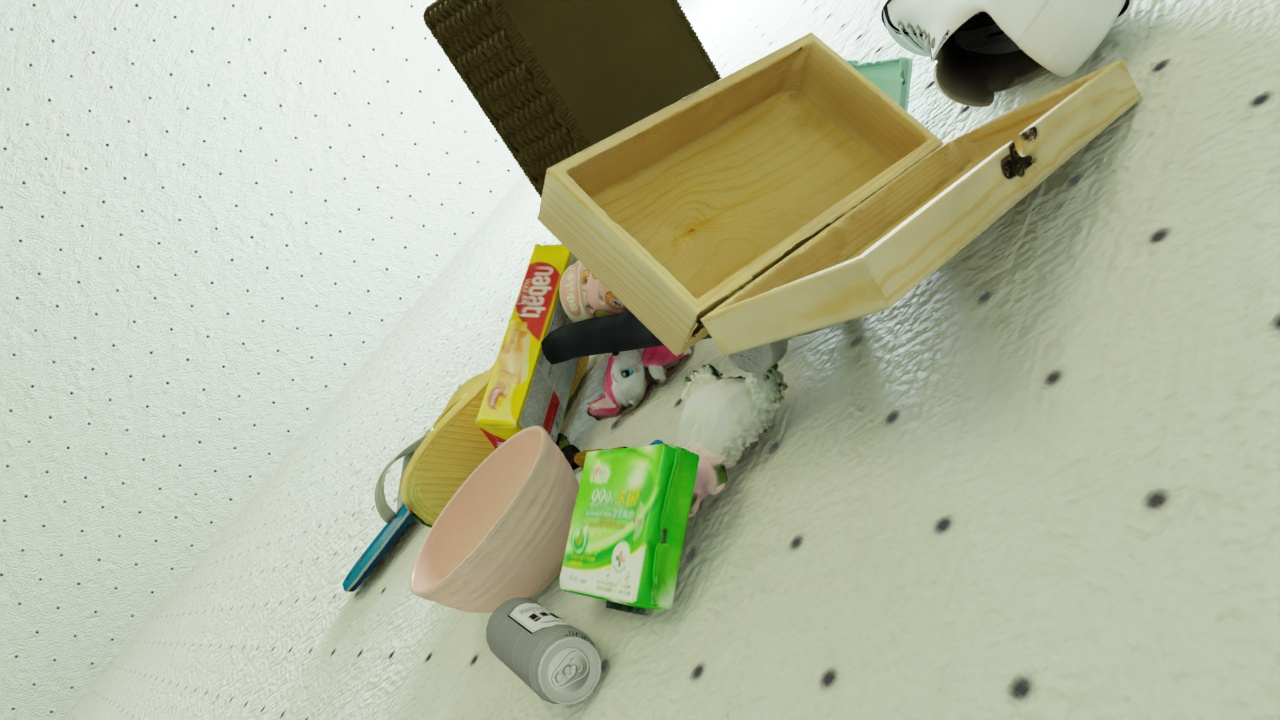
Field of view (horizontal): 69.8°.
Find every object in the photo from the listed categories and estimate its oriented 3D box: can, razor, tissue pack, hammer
[{"bbox_3d":[-0.062,0.179,0.571,0.044,0.044,0.107,-55,19,-17],"label":"can"},{"bbox_3d":[-0.042,0.081,0.754,0.144,0.021,0.044,-13,58,63],"label":"razor"},{"bbox_3d":[-0.008,0.102,0.562,0.114,0.034,0.099,-14,62,57],"label":"tissue pack"},{"bbox_3d":[0.020,-0.025,0.685,0.139,0.035,0.313,-34,16,-36],"label":"hammer"}]

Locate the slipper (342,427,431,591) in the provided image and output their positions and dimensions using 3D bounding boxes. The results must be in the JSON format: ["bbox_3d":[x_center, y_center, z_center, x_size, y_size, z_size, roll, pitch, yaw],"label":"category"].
[{"bbox_3d":[-0.268,0.139,1.075,0.295,0.060,0.118,-53,5,0],"label":"slipper"}]

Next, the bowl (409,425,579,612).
[{"bbox_3d":[-0.097,0.131,0.694,0.153,0.076,0.152,-43,18,17],"label":"bowl"}]

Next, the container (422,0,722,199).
[{"bbox_3d":[-0.030,-0.262,0.887,0.176,0.321,0.205,-39,17,-16],"label":"container"}]

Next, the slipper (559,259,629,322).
[{"bbox_3d":[-0.035,-0.069,0.842,0.197,0.081,0.093,119,147,-74],"label":"slipper"}]

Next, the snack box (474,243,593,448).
[{"bbox_3d":[-0.092,-0.005,0.857,0.042,0.092,0.200,3,59,18],"label":"snack box"}]

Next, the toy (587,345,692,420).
[{"bbox_3d":[-0.005,0.005,0.783,0.103,0.050,0.065,-35,18,24],"label":"toy"}]

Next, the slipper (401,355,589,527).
[{"bbox_3d":[-0.142,0.062,0.906,0.079,0.099,0.262,-27,25,53],"label":"slipper"}]

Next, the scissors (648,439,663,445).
[{"bbox_3d":[-0.003,0.102,0.641,0.127,0.013,0.125,-31,24,50],"label":"scissors"}]

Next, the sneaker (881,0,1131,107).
[{"bbox_3d":[0.233,-0.221,0.637,0.097,0.091,0.245,-62,19,8],"label":"sneaker"}]

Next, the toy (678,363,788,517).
[{"bbox_3d":[0.045,0.052,0.583,0.108,0.041,0.096,-60,23,-15],"label":"toy"}]

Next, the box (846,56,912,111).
[{"bbox_3d":[0.160,-0.176,0.753,0.138,0.055,0.187,-64,17,9],"label":"box"}]

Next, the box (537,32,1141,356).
[{"bbox_3d":[0.109,-0.100,0.532,0.247,0.119,0.253,-36,35,-30],"label":"box"}]
